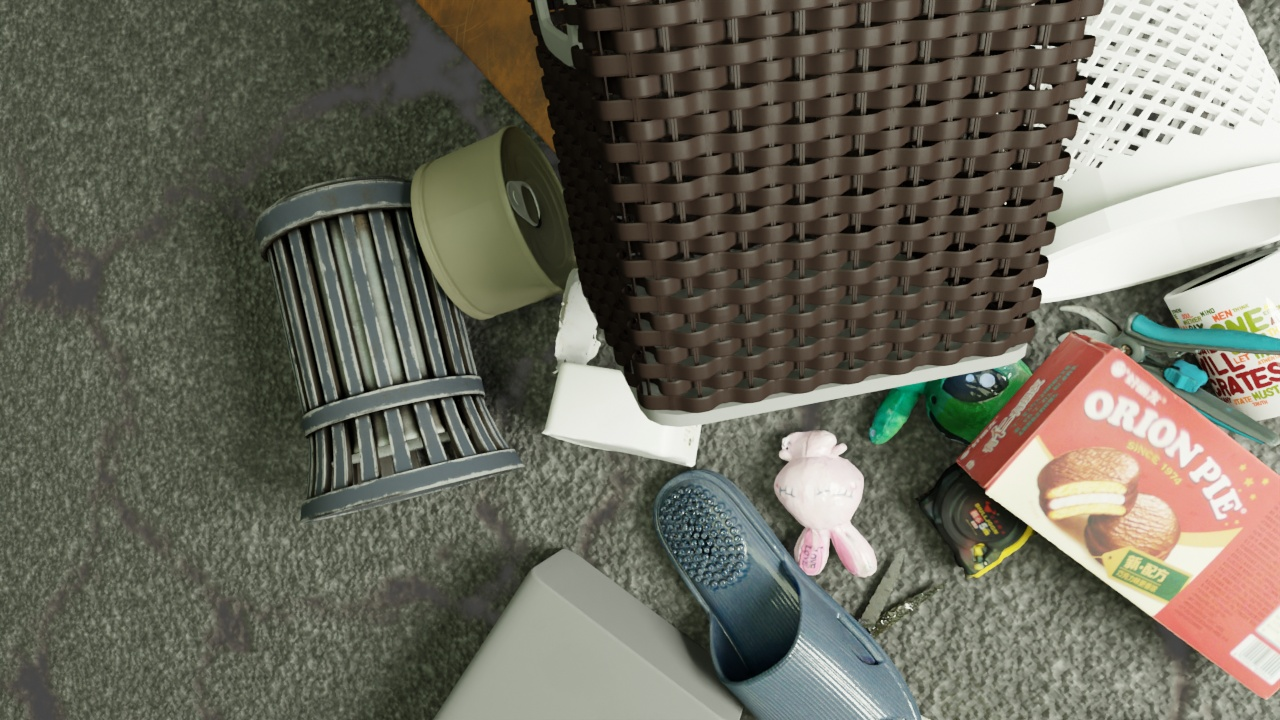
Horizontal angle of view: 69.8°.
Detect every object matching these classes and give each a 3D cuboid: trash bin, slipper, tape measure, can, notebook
[{"bbox_3d":[-0.196,-0.009,0.694,0.164,0.164,0.227,-16,84,14],"label":"trash bin"},{"bbox_3d":[0.087,0.195,0.645,0.101,0.082,0.263,-46,72,25],"label":"slipper"},{"bbox_3d":[0.238,0.104,0.641,0.072,0.042,0.071,-36,82,17],"label":"tape measure"},{"bbox_3d":[-0.104,-0.100,0.680,0.073,0.127,0.127,-18,87,16],"label":"can"},{"bbox_3d":[-0.081,-0.294,0.673,0.249,0.014,0.179,50,121,22],"label":"notebook"},{"bbox_3d":[-0.057,0.291,0.696,0.192,0.097,0.220,34,98,11],"label":"trash bin"},{"bbox_3d":[0.285,-0.159,0.557,0.196,0.195,0.199,-14,79,14],"label":"trash bin"}]

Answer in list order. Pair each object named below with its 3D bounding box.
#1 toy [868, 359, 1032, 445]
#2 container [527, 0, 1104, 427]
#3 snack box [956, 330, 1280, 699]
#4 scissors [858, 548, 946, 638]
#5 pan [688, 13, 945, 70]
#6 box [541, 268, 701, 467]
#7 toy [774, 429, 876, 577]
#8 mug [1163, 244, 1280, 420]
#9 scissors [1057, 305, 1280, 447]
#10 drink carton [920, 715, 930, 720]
[{"bbox_3d":[0.201,0.006,0.637,0.193,0.072,0.131,26,136,15],"label":"toy"},{"bbox_3d":[0.076,-0.136,0.515,0.245,0.247,0.244,-10,117,-9],"label":"container"},{"bbox_3d":[0.330,0.096,0.573,0.236,0.060,0.113,35,102,-7],"label":"snack box"},{"bbox_3d":[0.150,0.216,0.681,0.162,0.012,0.158,-1,94,14],"label":"scissors"},{"bbox_3d":[0.109,-0.277,0.674,0.357,0.021,0.198,-42,82,13],"label":"pan"},{"bbox_3d":[-0.015,0.000,0.677,0.128,0.108,0.136,10,80,17],"label":"box"},{"bbox_3d":[0.132,0.106,0.667,0.064,0.047,0.110,-13,93,26],"label":"toy"},{"bbox_3d":[0.404,-0.023,0.583,0.105,0.073,0.089,-25,85,-12],"label":"mug"},{"bbox_3d":[0.341,0.000,0.577,0.019,0.125,0.156,-27,72,-29],"label":"scissors"},{"bbox_3d":[0.185,0.323,0.662,0.058,0.043,0.135,23,98,11],"label":"drink carton"}]
